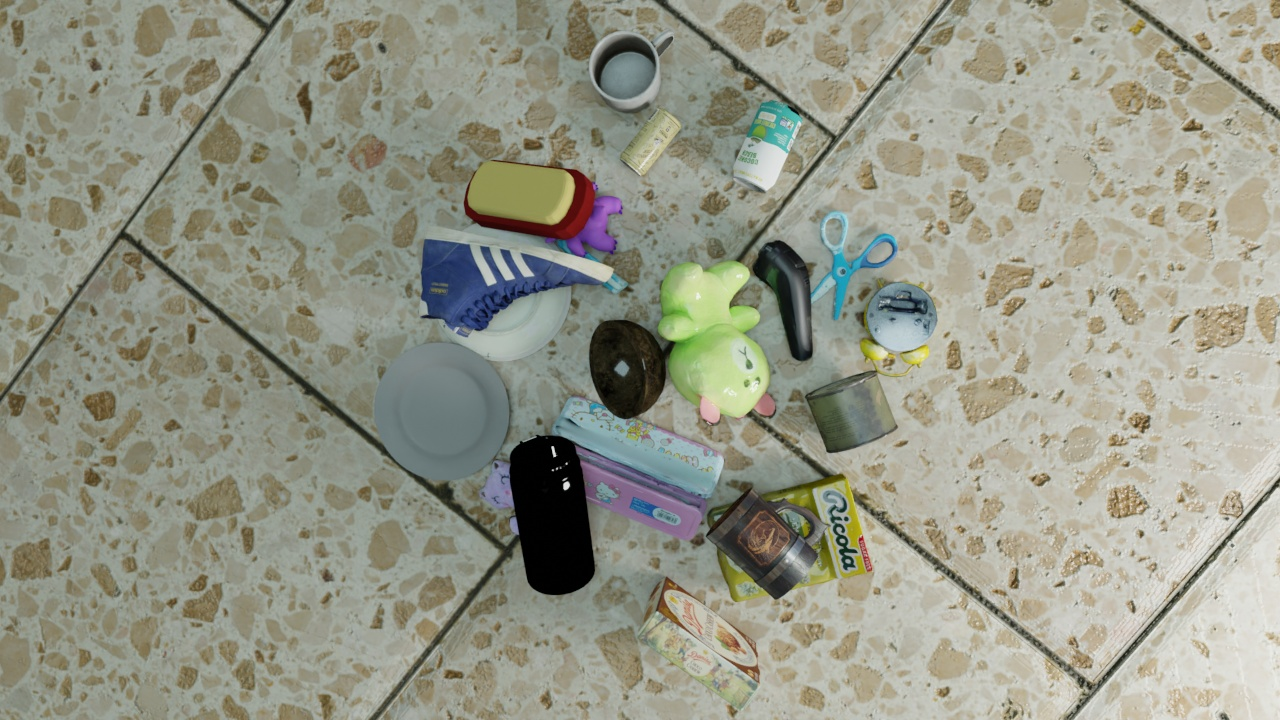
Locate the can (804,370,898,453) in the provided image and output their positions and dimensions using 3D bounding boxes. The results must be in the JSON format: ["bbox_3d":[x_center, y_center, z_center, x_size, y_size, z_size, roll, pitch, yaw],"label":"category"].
[{"bbox_3d":[0.252,0.062,1.095,0.090,0.090,0.074,-21,90,6],"label":"can"}]

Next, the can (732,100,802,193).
[{"bbox_3d":[0.153,-0.259,1.111,0.055,0.055,0.101,24,94,4],"label":"can"}]

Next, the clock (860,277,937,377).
[{"bbox_3d":[0.308,-0.039,1.102,0.083,0.057,0.119,6,92,5],"label":"clock"}]

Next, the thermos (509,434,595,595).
[{"bbox_3d":[-0.107,0.175,1.095,0.086,0.086,0.199,-2,118,5],"label":"thermos"}]

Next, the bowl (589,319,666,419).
[{"bbox_3d":[-0.007,0.007,1.119,0.056,0.121,0.121,-13,91,-34],"label":"bowl"}]

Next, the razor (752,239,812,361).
[{"bbox_3d":[0.178,-0.073,1.124,0.067,0.053,0.151,-7,100,33],"label":"razor"}]

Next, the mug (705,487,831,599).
[{"bbox_3d":[0.154,0.203,1.079,0.107,0.080,0.115,43,69,6],"label":"mug"}]

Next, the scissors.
[{"bbox_3d":[0.261,-0.111,1.128,0.118,0.013,0.140,8,90,7],"label":"scissors"}]

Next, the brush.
[{"bbox_3d":[-0.141,-0.200,1.115,0.174,0.042,0.082,13,79,26],"label":"brush"}]

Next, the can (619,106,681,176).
[{"bbox_3d":[0.012,-0.270,1.133,0.038,0.038,0.079,39,95,3],"label":"can"}]

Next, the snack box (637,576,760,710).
[{"bbox_3d":[0.071,0.333,1.094,0.147,0.143,0.041,35,95,4],"label":"snack box"}]

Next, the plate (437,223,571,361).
[{"bbox_3d":[-0.180,-0.089,1.159,0.182,0.034,0.182,0,92,6],"label":"plate"}]

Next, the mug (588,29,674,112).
[{"bbox_3d":[-0.005,-0.357,1.115,0.113,0.070,0.084,-35,88,5],"label":"mug"}]

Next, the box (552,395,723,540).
[{"bbox_3d":[-0.012,0.133,1.154,0.214,0.090,0.090,21,136,5],"label":"box"}]

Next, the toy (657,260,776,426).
[{"bbox_3d":[0.084,-0.020,1.101,0.107,0.149,0.197,-1,96,48],"label":"toy"}]

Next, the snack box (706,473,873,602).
[{"bbox_3d":[0.181,0.220,1.129,0.181,0.045,0.121,-15,90,5],"label":"snack box"}]

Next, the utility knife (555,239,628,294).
[{"bbox_3d":[-0.085,-0.143,1.157,0.167,0.015,0.022,41,94,1],"label":"utility knife"}]

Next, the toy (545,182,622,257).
[{"bbox_3d":[-0.074,-0.176,1.134,0.088,0.056,0.106,3,72,15],"label":"toy"}]

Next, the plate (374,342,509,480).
[{"bbox_3d":[-0.254,0.065,1.179,0.178,0.012,0.178,1,95,7],"label":"plate"}]

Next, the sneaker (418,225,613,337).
[{"bbox_3d":[-0.159,-0.077,1.092,0.233,0.091,0.118,13,88,6],"label":"sneaker"}]

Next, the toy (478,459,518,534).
[{"bbox_3d":[-0.157,0.178,1.165,0.100,0.036,0.080,28,104,3],"label":"toy"}]
